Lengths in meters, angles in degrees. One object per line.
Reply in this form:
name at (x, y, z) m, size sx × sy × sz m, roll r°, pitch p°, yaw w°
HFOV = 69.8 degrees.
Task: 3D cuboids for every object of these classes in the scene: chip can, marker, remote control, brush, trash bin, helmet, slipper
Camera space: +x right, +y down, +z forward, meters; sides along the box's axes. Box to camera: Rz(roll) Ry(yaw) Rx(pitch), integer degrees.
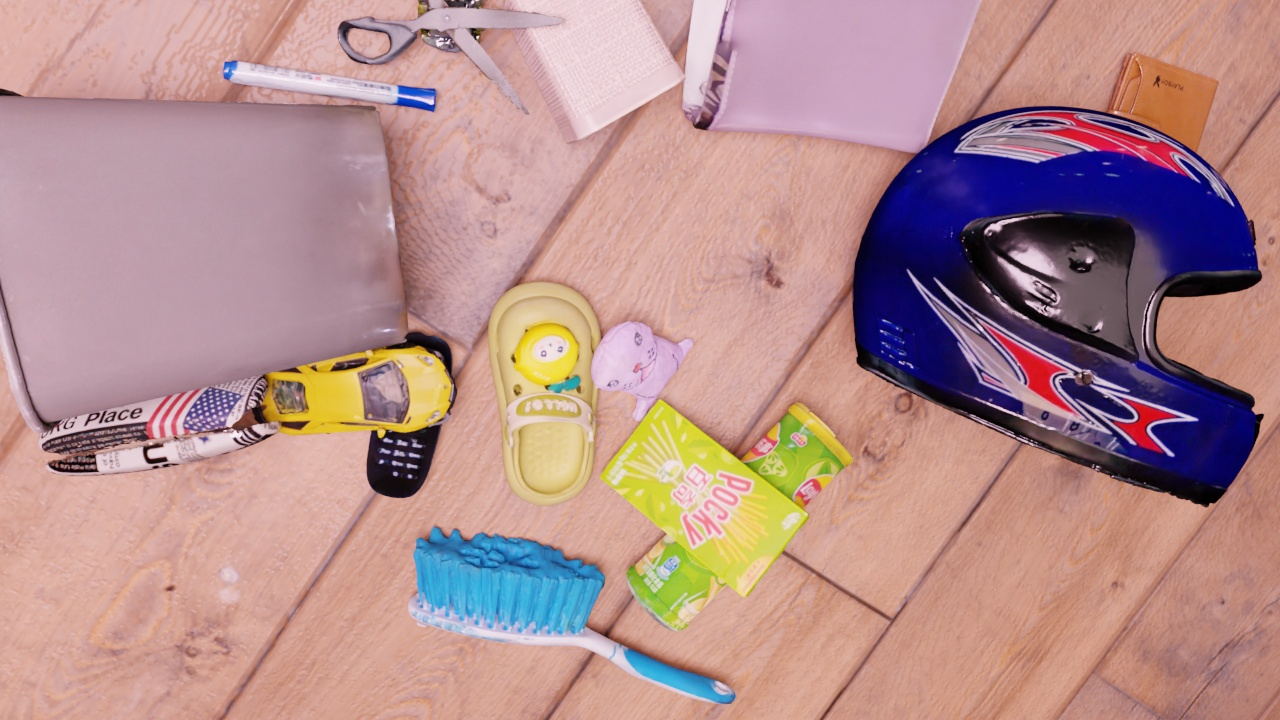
chip can at (0.083, 0.137, 0.795) m, size 0.221 × 0.072 × 0.072 m, roll -45°, pitch 110°, yaw 0°
marker at (-0.222, -0.198, 0.663) m, size 0.145 × 0.017 × 0.017 m, roll 4°, pitch 102°, yaw -15°
remote control at (-0.183, 0.043, 0.729) m, size 0.053 × 0.024 × 0.136 m, roll 14°, pitch 99°, yaw -11°
brush at (-0.047, 0.226, 0.789) m, size 0.314 × 0.060 × 0.109 m, roll 14°, pitch 106°, yaw -13°
trash bin at (-0.277, -0.081, 0.594) m, size 0.219 × 0.199 × 0.199 m, roll -10°, pitch 106°, yaw -18°
helmet at (0.327, -0.059, 0.695) m, size 0.315 × 0.246 × 0.241 m, roll 24°, pitch 104°, yaw 14°
slipper at (-0.069, 0.034, 0.728) m, size 0.091 × 0.081 × 0.191 m, roll -5°, pitch 107°, yaw -16°

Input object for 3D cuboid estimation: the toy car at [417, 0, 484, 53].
toy car at (-0.138, -0.276, 0.658) m, size 0.048 × 0.032 × 0.105 m, roll -3°, pitch 113°, yaw -13°

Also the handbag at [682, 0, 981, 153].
handbag at (0.139, -0.242, 0.700) m, size 0.197 × 0.098 × 0.145 m, roll 1°, pitch 119°, yaw -15°

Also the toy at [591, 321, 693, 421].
toy at (-0.004, 0.004, 0.741) m, size 0.084 × 0.039 × 0.108 m, roll -58°, pitch 150°, yaw 4°

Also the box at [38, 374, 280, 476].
box at (-0.346, 0.038, 0.653) m, size 0.163 × 0.075 × 0.081 m, roll -7°, pitch 97°, yaw 4°

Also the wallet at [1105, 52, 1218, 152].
wallet at (0.458, -0.199, 0.829) m, size 0.107 × 0.031 × 0.132 m, roll 11°, pitch 99°, yaw -18°

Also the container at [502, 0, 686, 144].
container at (-0.038, -0.230, 0.665) m, size 0.090 × 0.090 × 0.111 m, roll -31°, pitch 106°, yaw -5°

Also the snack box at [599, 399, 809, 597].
snack box at (0.052, 0.112, 0.756) m, size 0.156 × 0.026 × 0.086 m, roll 38°, pitch 88°, yaw 18°

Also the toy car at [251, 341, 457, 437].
toy car at (-0.216, 0.021, 0.690) m, size 0.156 × 0.041 × 0.071 m, roll -1°, pitch 105°, yaw 7°

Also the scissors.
scissors at (-0.136, -0.239, 0.630) m, size 0.181 × 0.014 × 0.159 m, roll -7°, pitch 103°, yaw 21°
